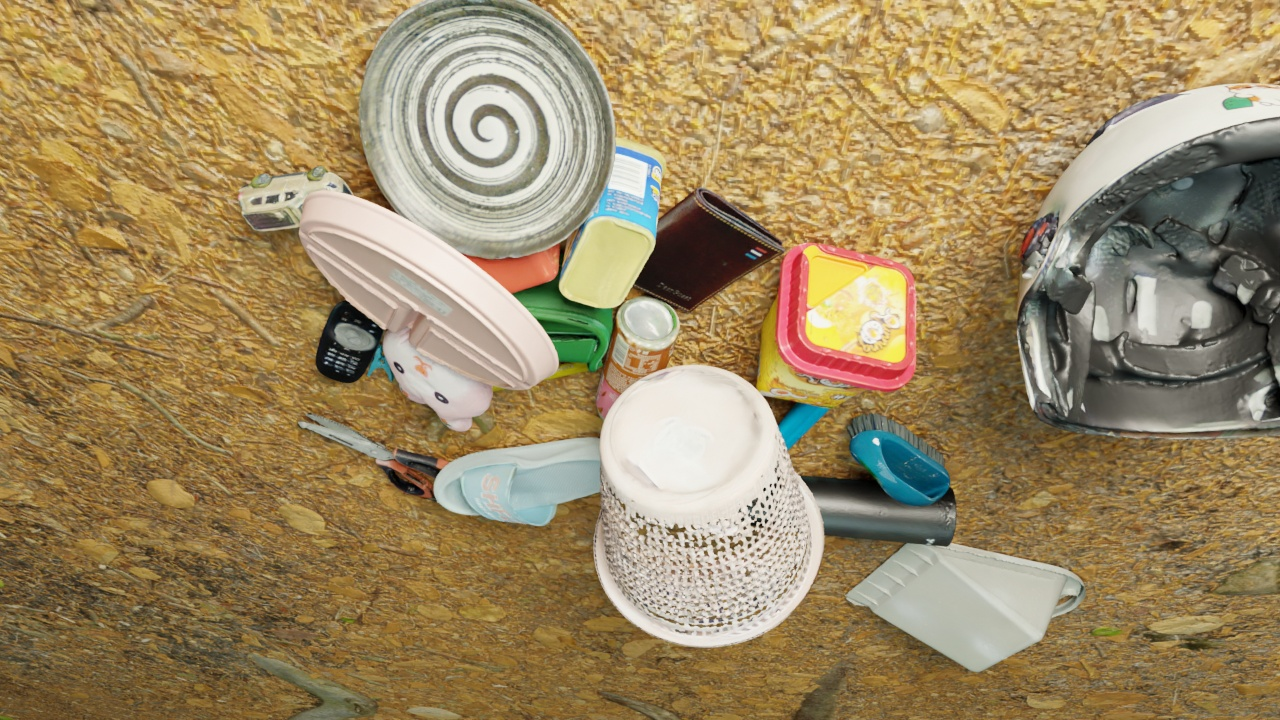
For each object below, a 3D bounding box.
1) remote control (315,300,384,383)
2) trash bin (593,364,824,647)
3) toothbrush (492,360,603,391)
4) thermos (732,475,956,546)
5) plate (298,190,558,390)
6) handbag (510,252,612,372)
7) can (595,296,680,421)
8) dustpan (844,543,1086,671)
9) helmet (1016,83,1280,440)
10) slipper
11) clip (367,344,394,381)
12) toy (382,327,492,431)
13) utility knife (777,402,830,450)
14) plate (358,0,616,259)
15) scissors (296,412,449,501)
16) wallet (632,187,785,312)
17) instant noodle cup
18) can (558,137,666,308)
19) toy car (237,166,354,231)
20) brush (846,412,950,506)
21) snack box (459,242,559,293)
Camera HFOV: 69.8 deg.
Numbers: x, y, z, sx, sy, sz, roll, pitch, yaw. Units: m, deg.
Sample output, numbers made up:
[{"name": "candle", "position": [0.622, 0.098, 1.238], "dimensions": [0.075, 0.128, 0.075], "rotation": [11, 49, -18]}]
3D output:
[{"name": "remote control", "position": [-0.281, -0.021, 0.889], "dimensions": [0.053, 0.024, 0.137], "rotation": [23, 141, -17]}, {"name": "trash bin", "position": [0.052, 0.118, 0.835], "dimensions": [0.228, 0.226, 0.192], "rotation": [-2, 141, 10]}, {"name": "toothbrush", "position": [-0.121, 0.024, 0.935], "dimensions": [0.190, 0.016, 0.015], "rotation": [-15, 140, 26]}, {"name": "thermos", "position": [0.227, 0.167, 1.052], "dimensions": [0.242, 0.068, 0.090], "rotation": [5, 173, 4]}, {"name": "plate", "position": [-0.168, -0.044, 0.713], "dimensions": [0.229, 0.028, 0.230], "rotation": [27, 159, 11]}, {"name": "handbag", "position": [-0.090, -0.039, 0.809], "dimensions": [0.131, 0.067, 0.120], "rotation": [6, 153, -3]}, {"name": "can", "position": [-0.005, 0.005, 0.856], "dimensions": [0.058, 0.057, 0.148], "rotation": [10, 144, -6]}, {"name": "dustpan", "position": [0.460, 0.312, 1.259], "dimensions": [0.258, 0.142, 0.223], "rotation": [35, 144, 9]}, {"name": "helmet", "position": [0.364, -0.074, 0.612], "dimensions": [0.230, 0.156, 0.274], "rotation": [-1, 133, 11]}, {"name": "slipper", "position": [-0.122, 0.149, 1.057], "dimensions": [0.246, 0.074, 0.104], "rotation": [-13, 141, 19]}, {"name": "clip", "position": [-0.262, 0.002, 0.928], "dimensions": [0.038, 0.013, 0.056], "rotation": [12, 143, -10]}, {"name": "toy", "position": [-0.197, 0.019, 0.895], "dimensions": [0.121, 0.054, 0.160], "rotation": [34, 150, 7]}, {"name": "utility knife", "position": [0.148, 0.078, 0.947], "dimensions": [0.034, 0.018, 0.217], "rotation": [15, 136, -19]}, {"name": "plate", "position": [-0.104, -0.158, 0.625], "dimensions": [0.179, 0.024, 0.180], "rotation": [4, 116, 7]}, {"name": "scissors", "position": [-0.306, 0.119, 1.094], "dimensions": [0.202, 0.015, 0.205], "rotation": [6, 145, 0]}, {"name": "wallet", "position": [0.043, -0.087, 0.757], "dimensions": [0.096, 0.020, 0.123], "rotation": [28, 141, -28]}, {"name": "instant noodle cup", "position": [0.155, -0.019, 0.764], "dimensions": [0.116, 0.115, 0.124], "rotation": [12, 155, -9]}, {"name": "can", "position": [-0.022, -0.100, 0.690], "dimensions": [0.057, 0.083, 0.102], "rotation": [16, 143, -13]}, {"name": "toy car", "position": [-0.274, -0.127, 0.734], "dimensions": [0.090, 0.035, 0.042], "rotation": [-6, 145, 12]}, {"name": "brush", "position": [0.270, 0.111, 0.950], "dimensions": [0.143, 0.073, 0.055], "rotation": [32, 132, -31]}, {"name": "snack box", "position": [-0.107, -0.098, 0.704], "dimensions": [0.080, 0.091, 0.082], "rotation": [-11, 143, 12]}]
